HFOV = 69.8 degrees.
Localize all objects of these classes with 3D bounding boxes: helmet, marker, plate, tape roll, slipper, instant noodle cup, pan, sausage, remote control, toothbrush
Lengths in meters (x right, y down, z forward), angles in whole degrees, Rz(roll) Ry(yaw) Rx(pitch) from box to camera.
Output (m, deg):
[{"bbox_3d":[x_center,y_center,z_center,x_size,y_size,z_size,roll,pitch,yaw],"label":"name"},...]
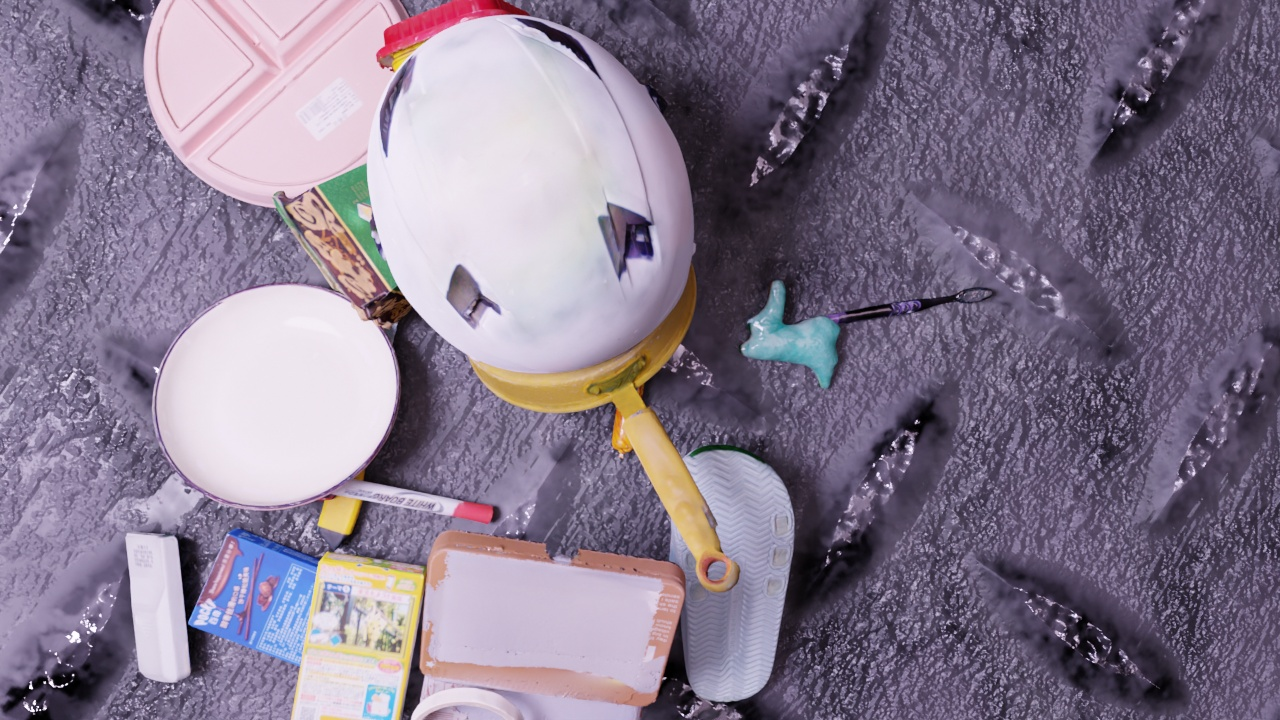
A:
[{"bbox_3d":[-0.078,-0.112,0.608,0.229,0.146,0.258,-21,97,0],"label":"helmet"},{"bbox_3d":[-0.197,0.118,0.780,0.145,0.017,0.017,15,90,-20],"label":"marker"},{"bbox_3d":[-0.299,-0.243,0.767,0.229,0.028,0.229,0,92,-6],"label":"plate"},{"bbox_3d":[-0.127,0.276,0.677,0.086,0.013,0.086,0,119,0],"label":"tape roll"},{"bbox_3d":[0.075,0.184,0.802,0.104,0.074,0.246,-4,108,-7],"label":"slipper"},{"bbox_3d":[-0.130,-0.208,0.732,0.116,0.115,0.123,-12,95,20],"label":"instant noodle cup"},{"bbox_3d":[-0.019,0.013,0.704,0.197,0.078,0.357,-29,55,0],"label":"pan"},{"bbox_3d":[-0.292,0.030,0.752,0.192,0.039,0.192,2,70,-5],"label":"plate"},{"bbox_3d":[-0.005,0.005,0.810,0.021,0.021,0.165,9,92,-6],"label":"sausage"},{"bbox_3d":[-0.403,0.205,0.765,0.049,0.024,0.125,-4,92,28],"label":"remote control"},{"bbox_3d":[0.232,-0.046,0.836,0.189,0.016,0.014,-10,98,-4],"label":"toothbrush"}]

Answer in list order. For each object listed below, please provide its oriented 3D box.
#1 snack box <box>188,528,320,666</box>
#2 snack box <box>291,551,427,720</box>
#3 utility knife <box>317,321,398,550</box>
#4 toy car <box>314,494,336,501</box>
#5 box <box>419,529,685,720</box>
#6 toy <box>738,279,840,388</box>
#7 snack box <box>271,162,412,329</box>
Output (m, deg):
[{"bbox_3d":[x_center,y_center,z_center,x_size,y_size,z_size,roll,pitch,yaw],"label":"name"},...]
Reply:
[{"bbox_3d":[-0.291,0.212,0.784,0.157,0.026,0.084,24,90,-7],"label":"snack box"},{"bbox_3d":[-0.232,0.235,0.761,0.087,0.034,0.140,10,93,-7],"label":"snack box"},{"bbox_3d":[-0.237,0.054,0.788,0.033,0.015,0.223,15,91,9],"label":"utility knife"},{"bbox_3d":[-0.301,0.087,0.773,0.106,0.031,0.049,15,91,1],"label":"toy car"},{"bbox_3d":[-0.077,0.224,0.708,0.179,0.270,0.136,10,59,-5],"label":"box"},{"bbox_3d":[0.134,-0.023,0.817,0.092,0.030,0.096,4,105,-7],"label":"toy"},{"bbox_3d":[-0.201,-0.104,0.731,0.105,0.118,0.117,-36,90,-2],"label":"snack box"}]
